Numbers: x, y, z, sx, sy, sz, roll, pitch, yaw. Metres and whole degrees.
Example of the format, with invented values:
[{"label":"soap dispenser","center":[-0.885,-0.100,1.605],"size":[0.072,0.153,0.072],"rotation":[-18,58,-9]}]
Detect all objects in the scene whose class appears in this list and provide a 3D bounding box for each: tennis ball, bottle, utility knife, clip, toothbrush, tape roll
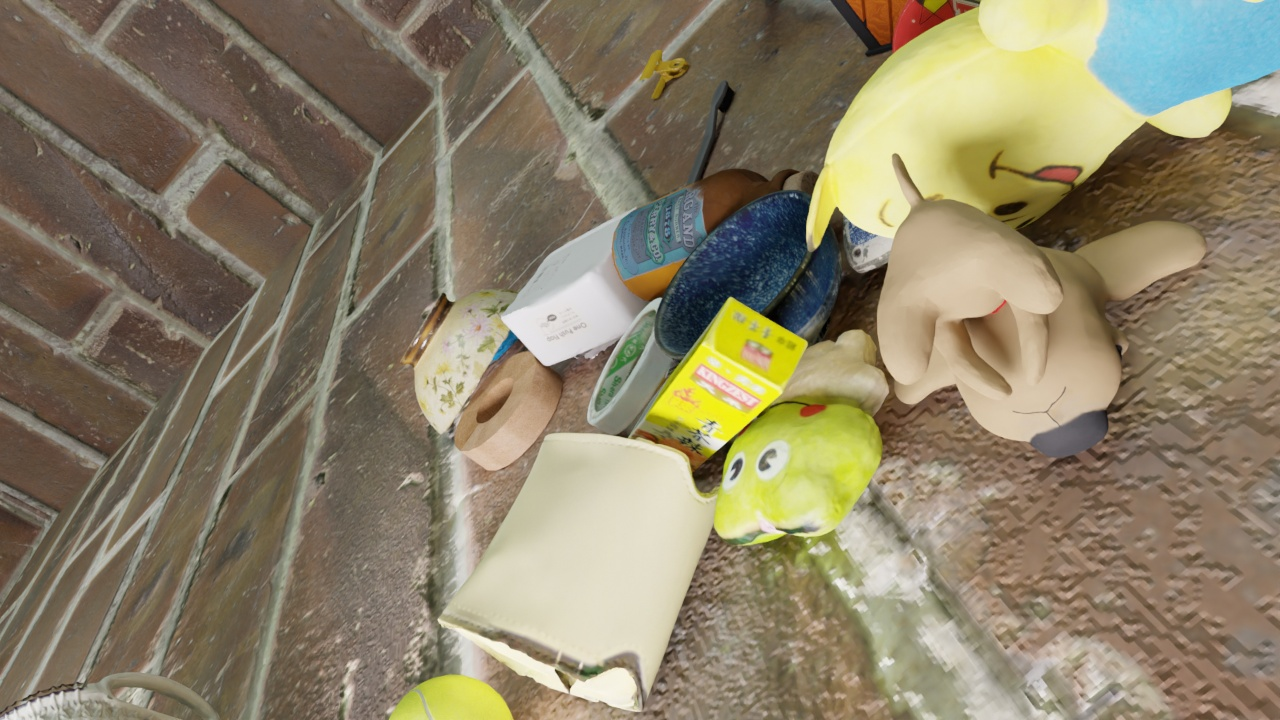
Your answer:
[{"label":"tennis ball","center":[-0.095,0.191,0.458],"size":[0.065,0.065,0.065],"rotation":[-37,29,24]},{"label":"bottle","center":[0.053,-0.085,0.588],"size":[0.157,0.068,0.067],"rotation":[-13,44,50]},{"label":"utility knife","center":[-0.084,-0.045,0.804],"size":[0.175,0.015,0.031],"rotation":[-37,31,35]},{"label":"clip","center":[0.027,-0.305,0.973],"size":[0.048,0.046,0.054],"rotation":[106,-175,-55]},{"label":"toothbrush","center":[0.054,-0.180,0.774],"size":[0.013,0.013,0.167],"rotation":[-20,40,45]},{"label":"tape roll","center":[-0.003,0.003,0.588],"size":[0.094,0.018,0.093],"rotation":[-55,14,20]},{"label":"tape roll","center":[-0.103,0.039,0.714],"size":[0.094,0.027,0.093],"rotation":[-37,29,24]}]

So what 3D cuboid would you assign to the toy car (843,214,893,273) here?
[{"label":"toy car","center":[0.133,-0.095,0.507],"size":[0.049,0.040,0.112],"rotation":[-30,33,36]}]

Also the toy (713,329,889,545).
[{"label":"toy","center":[0.077,0.032,0.423],"size":[0.092,0.043,0.117],"rotation":[-28,28,56]}]

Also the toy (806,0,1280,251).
[{"label":"toy","center":[0.171,-0.114,0.368],"size":[0.215,0.148,0.084],"rotation":[-31,60,46]}]

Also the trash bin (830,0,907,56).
[{"label":"trash bin","center":[0.178,-0.321,0.584],"size":[0.139,0.172,0.140],"rotation":[-56,27,-12]}]

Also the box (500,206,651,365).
[{"label":"box","center":[-0.027,-0.041,0.695],"size":[0.108,0.095,0.102],"rotation":[-19,28,38]}]

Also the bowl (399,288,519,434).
[{"label":"bowl","center":[-0.163,-0.012,0.796],"size":[0.145,0.063,0.145],"rotation":[-55,13,19]}]

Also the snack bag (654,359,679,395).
[{"label":"snack bag","center":[0.023,0.020,0.551],"size":[0.026,0.020,0.099],"rotation":[-30,32,45]}]

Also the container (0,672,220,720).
[{"label":"container","center":[-0.359,0.339,0.563],"size":[0.251,0.184,0.143],"rotation":[-55,38,-7]}]

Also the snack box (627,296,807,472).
[{"label":"snack box","center":[0.031,0.019,0.448],"size":[0.028,0.040,0.148],"rotation":[-58,0,-25]}]

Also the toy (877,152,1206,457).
[{"label":"toy","center":[0.134,-0.019,0.342],"size":[0.134,0.108,0.105],"rotation":[-33,52,31]}]

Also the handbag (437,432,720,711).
[{"label":"handbag","center":[-0.024,0.104,0.455],"size":[0.111,0.081,0.119],"rotation":[-3,50,47]}]

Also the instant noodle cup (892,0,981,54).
[{"label":"instant noodle cup","center":[0.200,-0.184,0.468],"size":[0.112,0.100,0.100],"rotation":[-52,25,-22]}]

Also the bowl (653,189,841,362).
[{"label":"bowl","center":[0.069,-0.031,0.502],"size":[0.115,0.060,0.114],"rotation":[-39,27,24]}]
